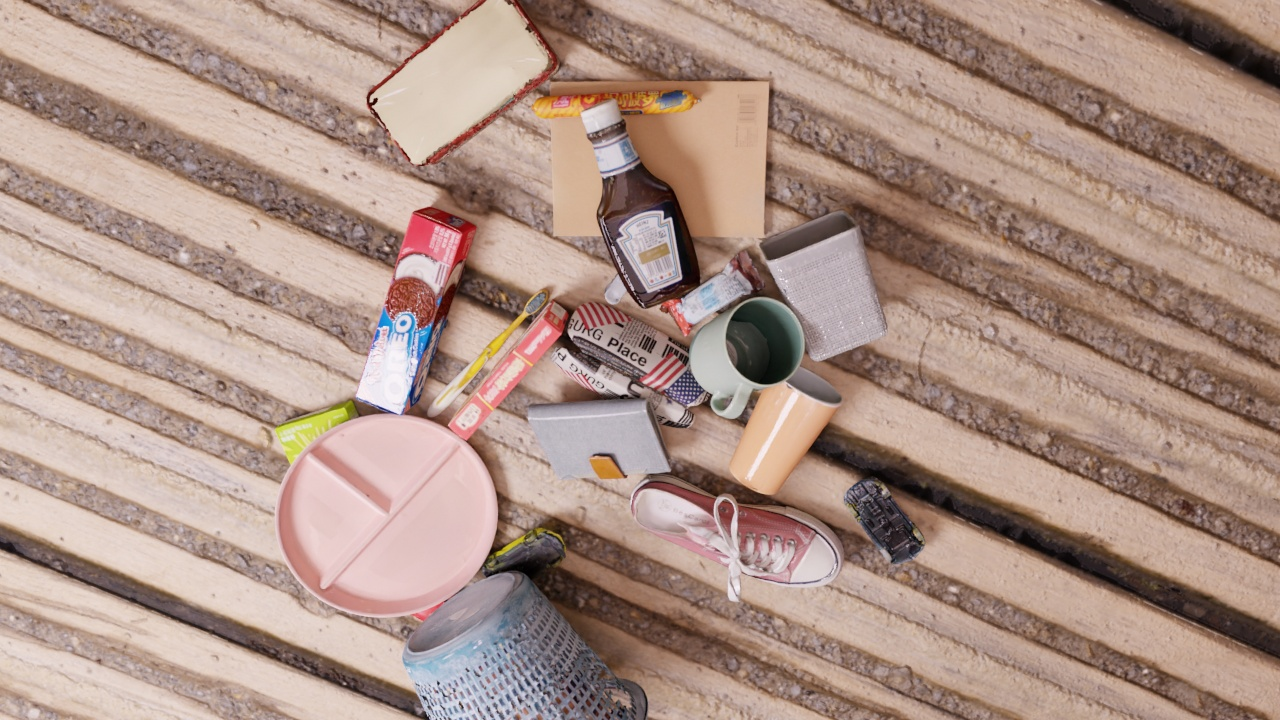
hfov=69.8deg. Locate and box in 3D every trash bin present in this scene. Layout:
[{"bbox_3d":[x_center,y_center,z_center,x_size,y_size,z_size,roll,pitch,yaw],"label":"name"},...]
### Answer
[{"bbox_3d":[-0.135,0.339,0.958,0.227,0.226,0.195,-28,100,10],"label":"trash bin"}]

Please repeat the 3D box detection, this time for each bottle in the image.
[{"bbox_3d":[-0.006,-0.149,0.872,0.080,0.044,0.195,-23,110,-3],"label":"bottle"}]

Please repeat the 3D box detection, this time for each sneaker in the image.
[{"bbox_3d":[0.102,0.191,0.968,0.241,0.087,0.118,20,106,-2],"label":"sneaker"}]

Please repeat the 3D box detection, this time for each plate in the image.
[{"bbox_3d":[-0.269,0.165,0.984,0.229,0.028,0.229,-3,102,-12],"label":"plate"}]

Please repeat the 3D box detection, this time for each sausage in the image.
[{"bbox_3d":[-0.025,-0.242,0.868,0.165,0.021,0.021,-2,107,3],"label":"sausage"}]

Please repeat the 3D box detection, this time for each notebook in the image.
[{"bbox_3d":[0.018,-0.195,0.895,0.211,0.012,0.149,1,106,3],"label":"notebook"}]

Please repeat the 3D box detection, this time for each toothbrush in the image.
[{"bbox_3d":[-0.161,-0.005,0.958,0.016,0.018,0.192,43,104,-8],"label":"toothbrush"}]

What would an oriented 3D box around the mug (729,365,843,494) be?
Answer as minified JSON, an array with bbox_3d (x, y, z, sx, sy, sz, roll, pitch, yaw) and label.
[{"bbox_3d":[0.144,0.072,0.940,0.078,0.078,0.123,24,112,-5],"label":"mug"}]

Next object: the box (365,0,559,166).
[{"bbox_3d":[-0.164,-0.257,0.850,0.168,0.078,0.091,-34,102,12],"label":"box"}]

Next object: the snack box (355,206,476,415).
[{"bbox_3d":[-0.228,-0.048,0.928,0.057,0.058,0.208,22,107,-1],"label":"snack box"}]

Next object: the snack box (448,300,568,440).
[{"bbox_3d":[-0.132,0.009,0.931,0.025,0.075,0.153,40,105,-9],"label":"snack box"}]

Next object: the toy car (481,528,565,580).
[{"bbox_3d":[-0.127,0.217,1.013,0.105,0.032,0.048,-34,109,23],"label":"toy car"}]

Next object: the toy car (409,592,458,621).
[{"bbox_3d":[-0.233,0.278,1.042,0.106,0.031,0.049,27,107,-7],"label":"toy car"}]

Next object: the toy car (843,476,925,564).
[{"bbox_3d":[0.261,0.171,0.983,0.049,0.031,0.105,-36,101,13],"label":"toy car"}]

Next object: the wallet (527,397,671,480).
[{"bbox_3d":[-0.041,0.085,0.945,0.130,0.036,0.107,-5,130,19],"label":"wallet"}]

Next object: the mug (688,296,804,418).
[{"bbox_3d":[0.094,0.004,0.881,0.082,0.106,0.111,21,75,-14],"label":"mug"}]

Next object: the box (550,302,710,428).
[{"bbox_3d":[-0.005,0.004,0.942,0.162,0.076,0.087,29,76,-4],"label":"box"}]

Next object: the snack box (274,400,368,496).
[{"bbox_3d":[-0.326,0.128,1.003,0.086,0.026,0.156,-16,106,8],"label":"snack box"}]

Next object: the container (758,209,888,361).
[{"bbox_3d":[0.179,-0.070,0.885,0.090,0.090,0.114,-21,108,9],"label":"container"}]

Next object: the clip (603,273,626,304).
[{"bbox_3d":[-0.016,-0.082,0.928,0.025,0.035,0.058,34,101,-9],"label":"clip"}]

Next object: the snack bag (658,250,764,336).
[{"bbox_3d":[0.072,-0.065,0.923,0.105,0.026,0.045,-32,97,11],"label":"snack bag"}]
